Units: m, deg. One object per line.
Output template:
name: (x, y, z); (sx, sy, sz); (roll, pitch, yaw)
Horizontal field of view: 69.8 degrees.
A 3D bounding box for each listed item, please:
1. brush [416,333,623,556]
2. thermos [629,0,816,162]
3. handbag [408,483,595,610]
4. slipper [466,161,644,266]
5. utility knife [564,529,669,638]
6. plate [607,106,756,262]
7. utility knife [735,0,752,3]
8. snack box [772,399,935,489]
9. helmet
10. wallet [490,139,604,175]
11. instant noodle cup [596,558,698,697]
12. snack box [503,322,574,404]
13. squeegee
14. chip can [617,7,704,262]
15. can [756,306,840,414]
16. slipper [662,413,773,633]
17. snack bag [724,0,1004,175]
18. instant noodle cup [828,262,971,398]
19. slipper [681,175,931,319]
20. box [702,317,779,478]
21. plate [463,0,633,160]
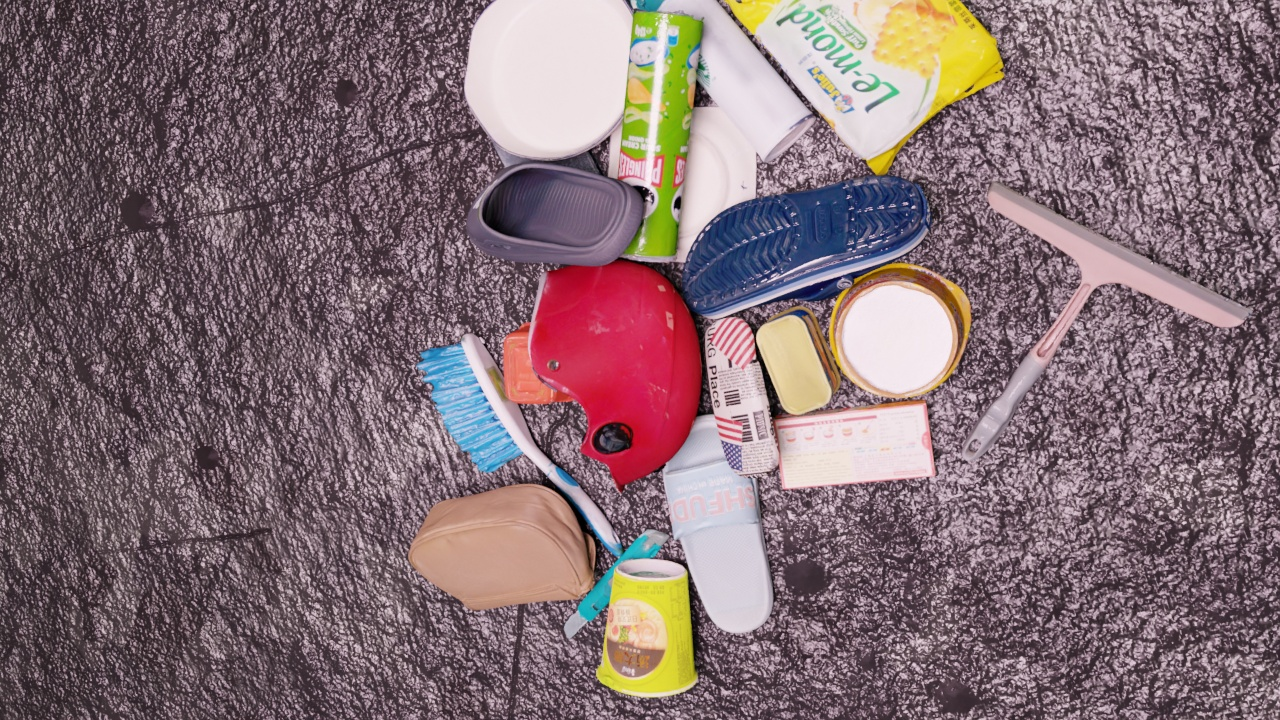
brush: (-0.138, 0.107, 1.055); (0.110, 0.060, 0.314); (-28, 91, 15)
thermos: (0.078, -0.305, 0.924); (0.073, 0.073, 0.224); (-40, 85, 17)
handbag: (-0.151, 0.208, 1.029); (0.205, 0.099, 0.148); (-14, 122, 30)
slipper: (-0.108, -0.160, 0.922); (0.268, 0.083, 0.110); (16, 80, 47)
utility knife: (-0.032, 0.259, 1.060); (0.029, 0.013, 0.183); (41, 107, 7)
plate: (0.040, -0.185, 0.970); (0.164, 0.034, 0.164); (2, 98, 16)
utility knife: (0.175, -0.364, 0.843); (0.202, 0.015, 0.033); (-7, 97, 16)
snack box: (0.221, 0.088, 0.955); (0.156, 0.027, 0.077); (-7, 95, 18)
helmet: (-0.005, 0.005, 0.924); (0.144, 0.206, 0.240); (-21, 115, 10)
wallet: (-0.106, -0.227, 1.017); (0.097, 0.019, 0.121); (-28, 86, 18)
instant noodle cup: (0.009, 0.286, 1.005); (0.112, 0.111, 0.123); (2, 94, 16)
snack box: (-0.112, 0.005, 1.016); (0.082, 0.080, 0.091); (1, 98, 17)
squeegee: (0.386, -0.006, 0.887); (0.248, 0.040, 0.250); (37, 112, 25)
chip can: (0.014, -0.219, 0.902); (0.072, 0.072, 0.236); (11, 108, 15)
can: (0.160, 0.000, 0.932); (0.057, 0.083, 0.102); (-22, 91, 18)
slipper: (0.082, 0.180, 0.985); (0.104, 0.074, 0.245); (-12, 95, 18)
snack bag: (0.211, -0.317, 0.882); (0.158, 0.068, 0.246); (-40, 84, 16)
instant noodle cup: (0.248, -0.025, 0.889); (0.138, 0.109, 0.138); (2, 96, 16)
slipper: (0.163, -0.110, 0.914); (0.253, 0.095, 0.105); (-18, 60, 24)
box: (0.109, 0.037, 0.929); (0.075, 0.087, 0.162); (-8, 86, -25)
plate: (-0.088, -0.310, 0.973); (0.205, 0.045, 0.205); (-1, 88, 21)
